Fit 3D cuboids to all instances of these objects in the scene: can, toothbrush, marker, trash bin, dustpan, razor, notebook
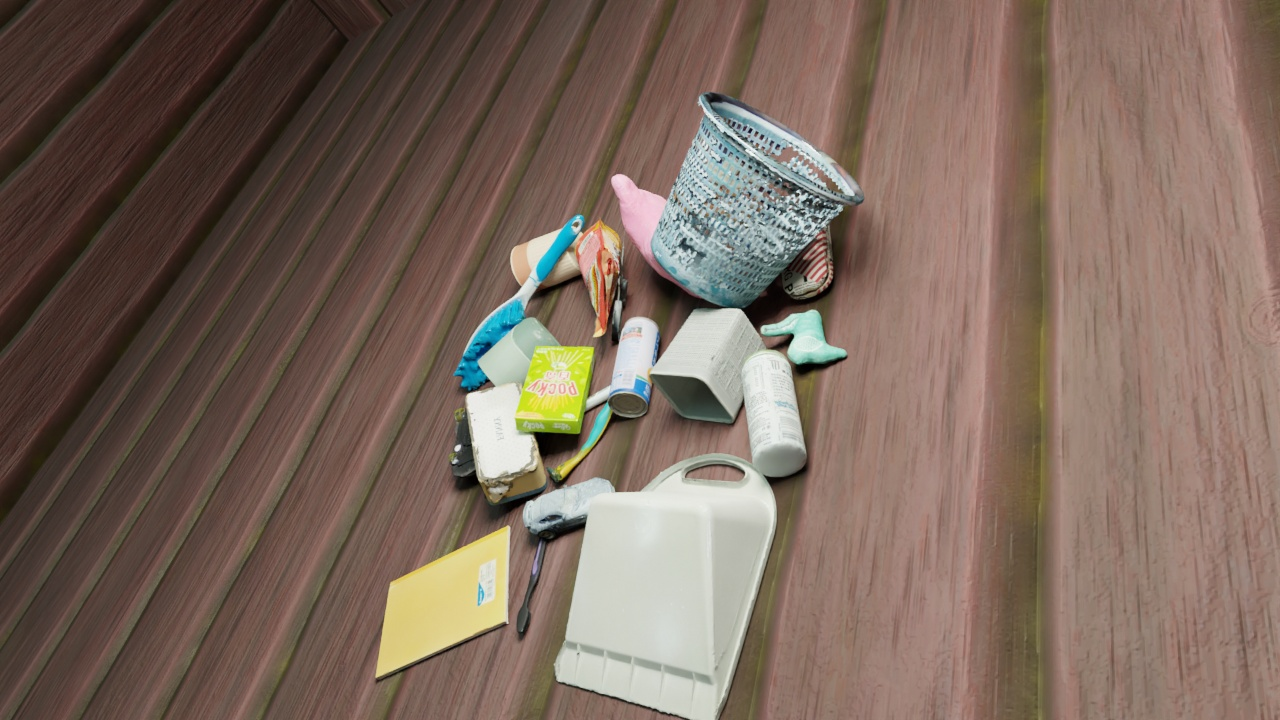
[{"bbox_3d":[-0.007,0.007,1.216,0.053,0.053,0.134,-17,43,30],"label":"can"},{"bbox_3d":[-0.125,0.248,1.121,0.014,0.017,0.188,-9,44,21],"label":"toothbrush"},{"bbox_3d":[-0.080,0.064,1.257,0.146,0.017,0.016,-29,39,17],"label":"marker"},{"bbox_3d":[0.121,-0.180,1.112,0.195,0.226,0.226,-57,29,27],"label":"trash bin"},{"bbox_3d":[0.042,0.226,0.991,0.223,0.142,0.257,-2,82,41],"label":"dustpan"},{"bbox_3d":[-0.073,0.104,1.200,0.132,0.028,0.043,-52,11,-8],"label":"razor"},{"bbox_3d":[0.147,0.057,1.022,0.058,0.058,0.146,-25,40,22],"label":"can"},{"bbox_3d":[-0.251,0.309,1.175,0.207,0.010,0.145,-28,39,18],"label":"notebook"}]

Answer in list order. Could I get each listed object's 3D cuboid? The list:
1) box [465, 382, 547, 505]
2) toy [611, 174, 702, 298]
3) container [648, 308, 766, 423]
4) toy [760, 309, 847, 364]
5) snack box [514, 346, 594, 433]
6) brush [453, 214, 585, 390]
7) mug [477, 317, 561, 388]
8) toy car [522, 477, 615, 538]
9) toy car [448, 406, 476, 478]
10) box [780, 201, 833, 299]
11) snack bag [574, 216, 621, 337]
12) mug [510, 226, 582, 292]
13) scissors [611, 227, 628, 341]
[{"bbox_3d":[-0.185,0.104,1.244,0.090,0.060,0.184,-14,43,-3],"label":"box"},{"bbox_3d":[0.035,-0.165,1.278,0.075,0.178,0.194,-36,71,12],"label":"toy"},{"bbox_3d":[0.086,0.002,1.109,0.090,0.090,0.114,5,54,44],"label":"container"},{"bbox_3d":[0.191,-0.027,1.085,0.096,0.030,0.091,-7,42,10],"label":"toy"},{"bbox_3d":[-0.114,0.037,1.247,0.086,0.026,0.156,2,39,6],"label":"snack box"},{"bbox_3d":[-0.186,-0.090,1.423,0.315,0.060,0.109,-46,24,24],"label":"brush"},{"bbox_3d":[-0.175,-0.005,1.369,0.106,0.082,0.112,-43,6,0],"label":"mug"},{"bbox_3d":[-0.088,0.180,1.131,0.121,0.037,0.054,-20,41,17],"label":"toy car"},{"bbox_3d":[-0.238,0.109,1.333,0.070,0.042,0.157,-23,39,21],"label":"toy car"},{"bbox_3d":[0.209,-0.145,1.173,0.070,0.055,0.164,-10,45,15],"label":"box"},{"bbox_3d":[-0.058,-0.129,1.332,0.073,0.129,0.207,2,25,-5],"label":"snack bag"},{"bbox_3d":[-0.138,-0.170,1.501,0.106,0.082,0.114,-17,14,27],"label":"mug"},{"bbox_3d":[-0.029,-0.106,1.287,0.014,0.178,0.159,6,91,3],"label":"scissors"}]
